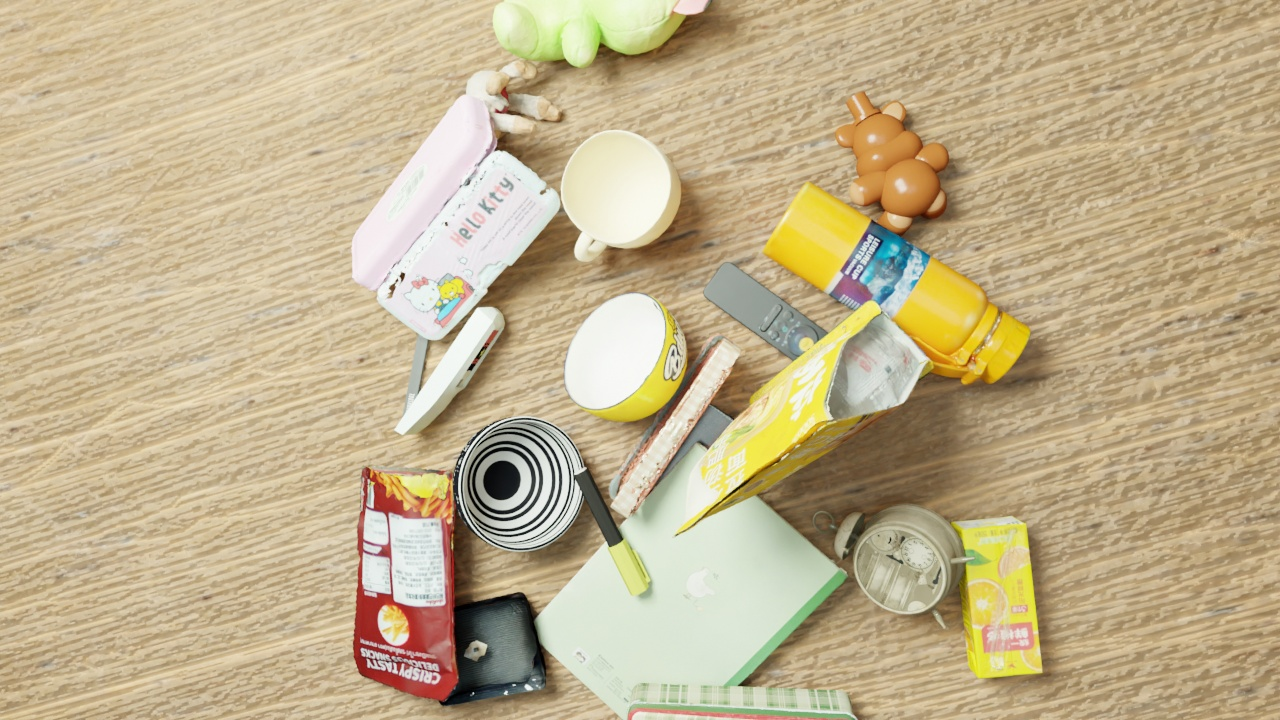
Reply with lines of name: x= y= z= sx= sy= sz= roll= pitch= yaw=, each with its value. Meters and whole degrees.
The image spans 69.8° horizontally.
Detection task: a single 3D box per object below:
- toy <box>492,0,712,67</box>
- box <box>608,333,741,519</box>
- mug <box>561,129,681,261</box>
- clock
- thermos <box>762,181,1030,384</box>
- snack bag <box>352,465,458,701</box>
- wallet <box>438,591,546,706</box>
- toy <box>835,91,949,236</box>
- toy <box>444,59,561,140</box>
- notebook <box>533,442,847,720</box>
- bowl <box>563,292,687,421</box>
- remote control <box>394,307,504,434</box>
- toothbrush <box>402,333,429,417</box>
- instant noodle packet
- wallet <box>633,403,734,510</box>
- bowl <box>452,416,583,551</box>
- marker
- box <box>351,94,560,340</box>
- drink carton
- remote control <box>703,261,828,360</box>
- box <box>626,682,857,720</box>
toy: x=-0.033 y=-0.331 z=0.826 sx=0.197 sy=0.107 sz=0.150 roll=-4 pitch=67 yaw=-3
box: x=0.031 y=0.057 z=0.832 sx=0.041 sy=0.082 sz=0.187 roll=35 pitch=92 yaw=1
mug: x=-0.019 y=-0.139 z=0.822 sx=0.096 sy=0.099 sz=0.120 roll=35 pitch=100 yaw=6
clock: x=0.216 y=0.171 z=0.813 sx=0.141 sy=0.054 sz=0.093 roll=24 pitch=112 yaw=25
thermos: x=0.221 y=-0.059 z=0.810 sx=0.232 sy=0.076 sz=0.091 roll=33 pitch=95 yaw=4
snack bag: x=-0.224 y=0.204 z=0.857 sx=0.139 sy=0.066 sz=0.208 roll=-1 pitch=84 yaw=32
wallet: x=-0.148 y=0.273 z=0.872 sx=0.115 sy=0.026 sz=0.089 roll=-14 pitch=88 yaw=11
toy: x=0.221 y=-0.178 z=0.824 sx=0.095 sy=0.065 sz=0.127 roll=-26 pitch=79 yaw=-2
toy: x=-0.139 y=-0.226 z=0.847 sx=0.106 sy=0.085 sz=0.074 roll=-16 pitch=121 yaw=25
notebook: x=0.037 y=0.225 z=0.848 sx=0.182 sy=0.010 sz=0.253 roll=42 pitch=102 yaw=4
bowl: x=-0.005 y=0.005 z=0.827 sx=0.117 sy=0.067 sz=0.117 roll=-23 pitch=51 yaw=30
remote control: x=-0.174 y=0.012 z=0.863 sx=0.024 sy=0.049 sz=0.143 roll=35 pitch=94 yaw=5
toothbrush: x=-0.210 y=-0.020 z=0.887 sx=0.013 sy=0.013 sz=0.167 roll=12 pitch=94 yaw=6
instant noodle packet: x=0.121 y=0.053 z=0.725 sx=0.163 sy=0.221 sz=0.084 roll=-41 pitch=85 yaw=35
wallet: x=0.053 y=0.106 z=0.856 sx=0.072 sy=0.019 sz=0.123 roll=33 pitch=94 yaw=5
bowl: x=-0.118 y=0.112 z=0.844 sx=0.120 sy=0.066 sz=0.120 roll=2 pitch=85 yaw=-28
marker: x=-0.026 y=0.154 z=0.834 sx=0.021 sy=0.017 sz=0.124 roll=-27 pitch=93 yaw=-19
box: x=-0.180 y=-0.123 z=0.817 sx=0.202 sy=0.077 sz=0.146 roll=-43 pitch=73 yaw=27
drink carton: x=0.318 y=0.211 z=0.819 sx=0.058 sy=0.043 sz=0.134 roll=-6 pitch=90 yaw=5
remote control: x=0.128 y=-0.033 z=0.848 sx=0.152 sy=0.020 sz=0.041 roll=36 pitch=93 yaw=3
box: x=0.090 y=0.357 z=0.831 sx=0.205 sy=0.051 sz=0.118 roll=2 pitch=102 yaw=6
